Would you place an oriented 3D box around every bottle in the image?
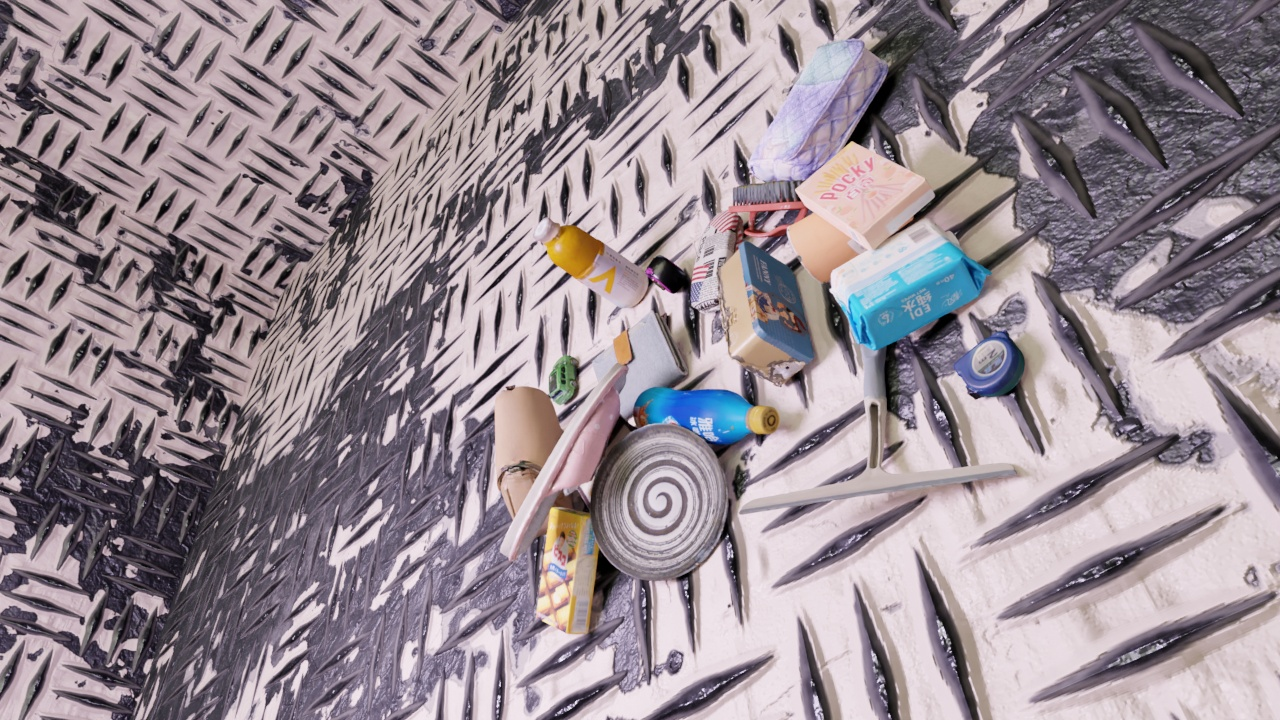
[{"bbox_3d":[0.075,0.064,1.065,0.219,0.065,0.065,-1,61,55],"label":"bottle"},{"bbox_3d":[-0.073,-0.146,1.353,0.068,0.189,0.067,-35,38,33],"label":"bottle"}]

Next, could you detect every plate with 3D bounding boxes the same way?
[{"bbox_3d":[0.023,0.162,1.045,0.180,0.024,0.179,-11,70,30],"label":"plate"}]

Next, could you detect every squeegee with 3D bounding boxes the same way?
[{"bbox_3d":[0.226,0.042,0.895,0.247,0.039,0.245,-14,42,26],"label":"squeegee"}]

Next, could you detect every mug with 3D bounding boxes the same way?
[{"bbox_3d":[0.237,-0.150,1.027,0.123,0.078,0.078,-32,38,29],"label":"mug"}]

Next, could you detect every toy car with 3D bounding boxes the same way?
[{"bbox_3d":[-0.120,0.028,1.415,0.043,0.036,0.091,-41,30,28],"label":"toy car"}]

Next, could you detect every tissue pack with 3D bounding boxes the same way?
[{"bbox_3d":[0.262,-0.074,0.907,0.140,0.063,0.090,-30,35,9],"label":"tissue pack"}]

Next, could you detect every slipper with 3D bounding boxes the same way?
[{"bbox_3d":[-0.078,0.123,1.101,0.273,0.054,0.114,-58,-4,-18],"label":"slipper"}]

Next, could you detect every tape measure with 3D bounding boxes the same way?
[{"bbox_3d":[0.035,-0.121,1.303,0.039,0.057,0.058,-53,14,1],"label":"tape measure"},{"bbox_3d":[0.313,0.007,0.815,0.058,0.025,0.054,-46,34,26],"label":"tape measure"}]

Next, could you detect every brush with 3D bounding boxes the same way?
[{"bbox_3d":[0.172,-0.191,1.161,0.146,0.063,0.069,-163,69,-66],"label":"brush"}]

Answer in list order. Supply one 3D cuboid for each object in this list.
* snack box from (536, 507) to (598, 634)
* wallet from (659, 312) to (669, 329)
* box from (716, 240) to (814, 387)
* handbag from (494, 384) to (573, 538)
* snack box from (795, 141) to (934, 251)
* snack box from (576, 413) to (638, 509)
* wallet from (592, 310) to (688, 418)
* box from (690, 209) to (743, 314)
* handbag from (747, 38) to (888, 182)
[{"bbox_3d":[-0.087,0.253,1.113,0.087,0.033,0.140,-1,78,59],"label":"snack box"},{"bbox_3d":[-0.005,-0.005,1.295,0.123,0.020,0.096,-32,38,32],"label":"wallet"},{"bbox_3d":[0.141,-0.060,1.063,0.060,0.089,0.184,-43,34,34],"label":"box"},{"bbox_3d":[-0.140,0.133,1.241,0.100,0.148,0.204,-19,40,5],"label":"handbag"},{"bbox_3d":[0.233,-0.177,0.970,0.084,0.026,0.157,-41,32,5],"label":"snack box"},{"bbox_3d":[-0.021,0.146,1.141,0.113,0.053,0.125,-53,30,7],"label":"snack box"},{"bbox_3d":[-0.007,0.007,1.234,0.130,0.037,0.106,-38,63,31],"label":"wallet"},{"bbox_3d":[0.107,-0.132,1.234,0.071,0.057,0.164,-43,28,55],"label":"box"},{"bbox_3d":[0.229,-0.316,1.191,0.194,0.075,0.134,-57,26,-3],"label":"handbag"}]
